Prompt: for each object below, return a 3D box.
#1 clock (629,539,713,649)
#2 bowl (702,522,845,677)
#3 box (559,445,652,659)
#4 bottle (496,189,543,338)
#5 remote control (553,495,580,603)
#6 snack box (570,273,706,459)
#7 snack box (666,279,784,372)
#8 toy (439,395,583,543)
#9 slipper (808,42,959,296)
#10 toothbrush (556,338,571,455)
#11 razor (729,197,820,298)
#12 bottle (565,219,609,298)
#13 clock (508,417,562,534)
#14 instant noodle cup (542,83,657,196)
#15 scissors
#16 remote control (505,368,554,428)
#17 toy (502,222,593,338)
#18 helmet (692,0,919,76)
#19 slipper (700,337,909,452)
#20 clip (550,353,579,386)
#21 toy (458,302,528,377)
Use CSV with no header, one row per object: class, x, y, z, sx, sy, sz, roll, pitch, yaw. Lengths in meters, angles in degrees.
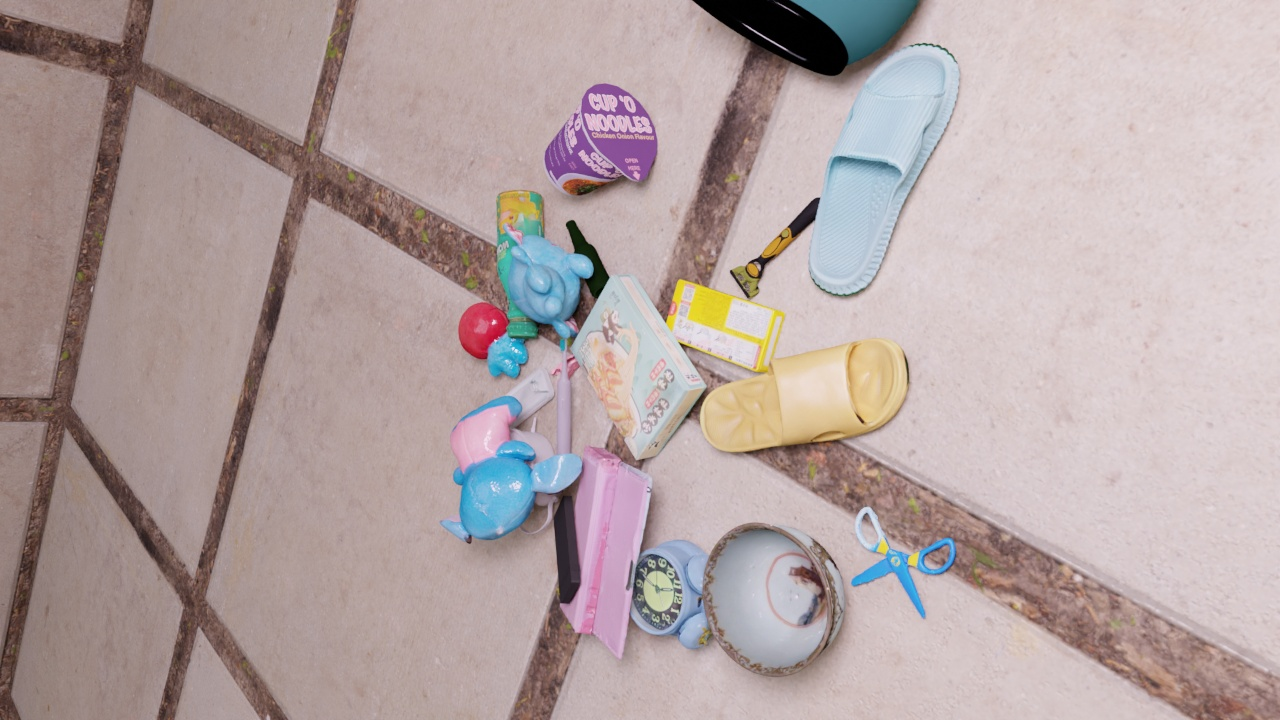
clock,0.048,0.281,1.108,0.162,0.060,0.118,2,88,44
bowl,0.157,0.251,0.991,0.160,0.093,0.160,-3,85,41
box,-0.050,0.237,1.166,0.179,0.040,0.232,-164,82,-66
bottle,-0.172,-0.137,1.321,0.068,0.068,0.209,-6,83,41
remote control,-0.098,0.249,1.213,0.058,0.013,0.133,115,155,-43
snack box,-0.007,0.007,1.168,0.193,0.044,0.142,58,136,28
snack box,0.098,-0.043,1.107,0.152,0.025,0.075,23,102,39
toy,-0.190,0.142,1.236,0.225,0.099,0.191,-30,60,25
slipper,0.240,-0.202,0.967,0.116,0.069,0.276,30,107,41
toothbrush,-0.105,0.060,1.253,0.018,0.019,0.188,18,113,43
razor,0.162,-0.135,1.063,0.144,0.021,0.044,-45,60,27
bottle,-0.074,-0.142,1.260,0.033,0.033,0.123,-42,61,31
clock,-0.168,0.168,1.303,0.120,0.061,0.159,-30,67,36
instant noodle cup,-0.061,-0.273,1.212,0.122,0.121,0.136,-26,79,47
scissors,0.267,0.206,0.952,0.126,0.013,0.126,-38,59,32
remote control,-0.178,0.062,1.343,0.134,0.022,0.050,-37,65,33
toy,-0.118,-0.106,1.209,0.183,0.115,0.180,61,174,-14
helmet,0.170,-0.440,0.949,0.275,0.176,0.200,33,92,13
slipper,0.165,0.046,1.009,0.264,0.078,0.099,-18,78,39
clip,-0.104,0.018,1.284,0.060,0.023,0.045,-17,81,41
toy,-0.218,-0.032,1.365,0.133,0.062,0.092,41,123,17
